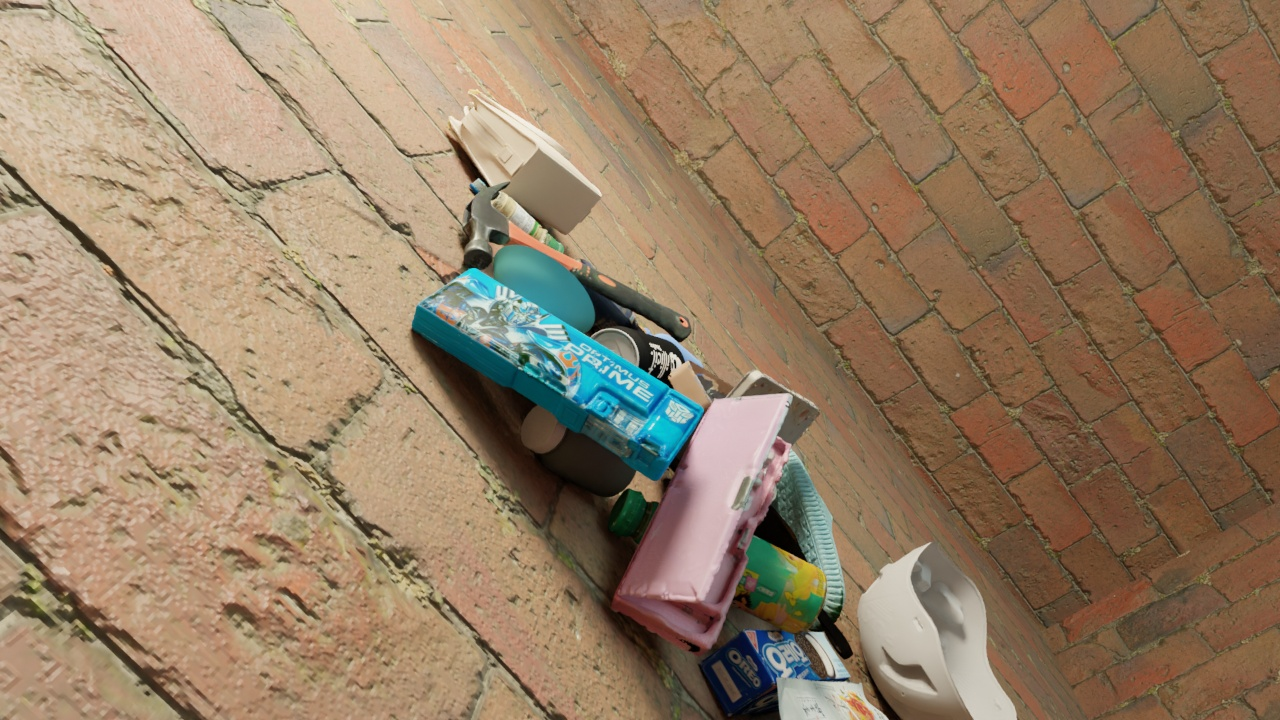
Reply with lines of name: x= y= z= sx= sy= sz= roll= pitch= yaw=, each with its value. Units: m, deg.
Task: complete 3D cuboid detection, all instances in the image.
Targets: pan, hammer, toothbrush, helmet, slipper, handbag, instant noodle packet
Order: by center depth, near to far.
instant noodle packet: x=0.179 y=0.367 z=0.843 sx=0.269 sy=0.057 sz=0.146 roll=32 pitch=50 yaw=-58
pan: x=0.129 y=0.204 z=1.003 sx=0.356 sy=0.043 sz=0.249 roll=55 pitch=-7 yaw=-16
hammer: x=-0.062 y=-0.097 z=1.064 sx=0.333 sy=0.033 sz=0.132 roll=27 pitch=39 yaw=-35
toothbrush: x=-0.160 y=-0.176 z=1.132 sx=0.132 sy=0.016 sz=0.021 roll=42 pitch=10 yaw=-33
slipper: x=0.206 y=0.216 z=1.175 sx=0.069 sy=0.116 sz=0.275 roll=10 pitch=43 yaw=-27
handbag: x=-0.169 y=-0.275 z=1.199 sx=0.198 sy=0.101 sz=0.194 roll=48 pitch=10 yaw=24
helmet: x=0.398 y=0.391 z=1.212 sx=0.224 sy=0.184 sz=0.282 roll=37 pitch=15 yaw=-31

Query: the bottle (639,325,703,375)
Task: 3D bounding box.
bottle: x=0.034 y=-0.009 z=1.273 sx=0.131 sy=0.048 sz=0.048 roll=39 pitch=22 yaw=-42

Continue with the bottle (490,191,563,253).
bottle: x=-0.142 y=-0.155 z=1.098 sx=0.110 sy=0.043 sz=0.042 roll=42 pitch=19 yaw=-31

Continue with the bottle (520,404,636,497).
bottle: x=-0.054 y=0.078 z=0.815 sx=0.108 sy=0.060 sz=0.060 roll=36 pitch=23 yaw=-42

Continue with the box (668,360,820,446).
box: x=0.119 y=0.052 z=1.094 sx=0.108 sy=0.095 sz=0.216 roll=33 pitch=3 yaw=33

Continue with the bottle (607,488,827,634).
bottle: x=0.069 y=0.182 z=0.852 sx=0.209 sy=0.068 sz=0.068 roll=28 pitch=22 yaw=-10

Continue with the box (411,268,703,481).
box: x=-0.058 y=0.000 z=0.809 sx=0.243 sy=0.064 sz=0.174 roll=32 pitch=14 yaw=7

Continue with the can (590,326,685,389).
can: x=-0.006 y=0.006 z=1.066 sx=0.080 sy=0.080 sz=0.146 roll=58 pitch=17 yaw=17

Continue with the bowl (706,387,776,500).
bowl: x=0.096 y=0.114 z=1.154 sx=0.174 sy=0.068 sz=0.174 roll=49 pitch=16 yaw=-21

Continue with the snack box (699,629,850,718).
snack box: x=0.137 y=0.302 z=0.892 sx=0.226 sy=0.059 sz=0.059 roll=27 pitch=27 yaw=-56

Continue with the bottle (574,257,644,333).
bottle: x=-0.041 y=-0.057 z=1.147 sx=0.161 sy=0.056 sz=0.056 roll=46 pitch=18 yaw=-25

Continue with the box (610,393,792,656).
box: x=0.068 y=0.122 z=0.784 sx=0.099 sy=0.099 sz=0.231 roll=32 pitch=51 yaw=1

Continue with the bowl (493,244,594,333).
bowl: x=-0.110 y=-0.054 z=0.918 sx=0.121 sy=0.121 sz=0.046 roll=47 pitch=57 yaw=-20
